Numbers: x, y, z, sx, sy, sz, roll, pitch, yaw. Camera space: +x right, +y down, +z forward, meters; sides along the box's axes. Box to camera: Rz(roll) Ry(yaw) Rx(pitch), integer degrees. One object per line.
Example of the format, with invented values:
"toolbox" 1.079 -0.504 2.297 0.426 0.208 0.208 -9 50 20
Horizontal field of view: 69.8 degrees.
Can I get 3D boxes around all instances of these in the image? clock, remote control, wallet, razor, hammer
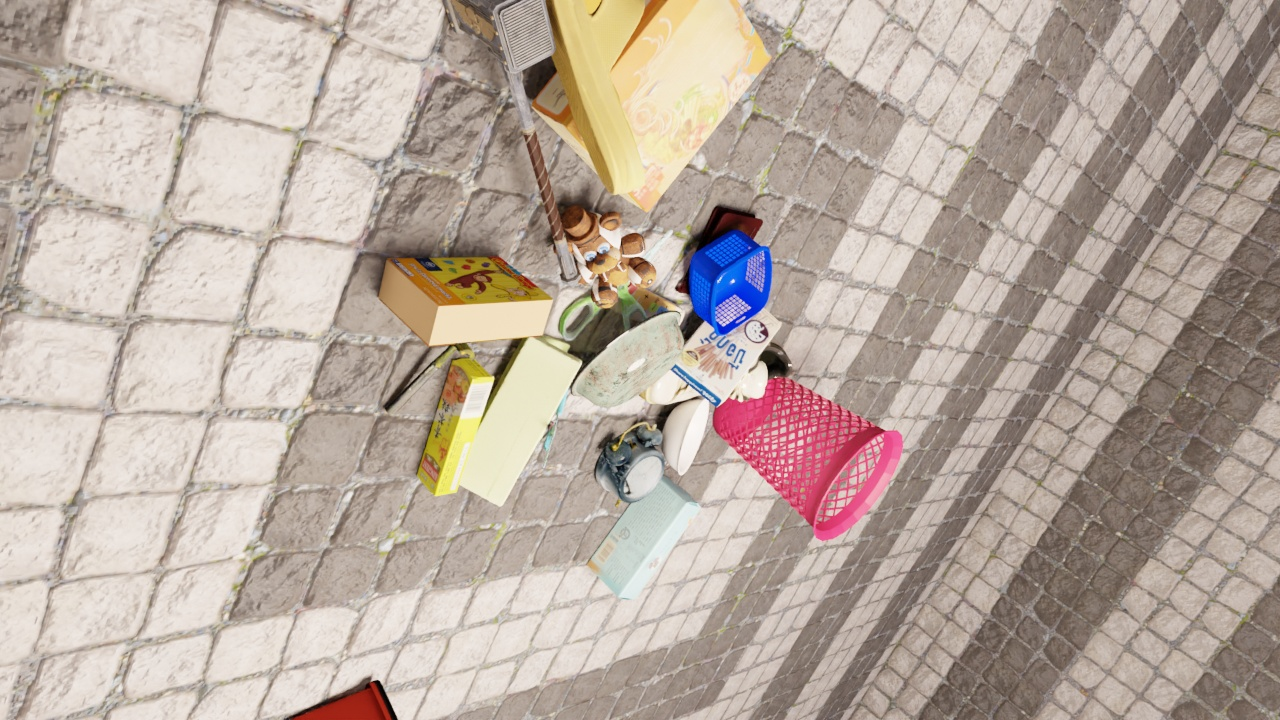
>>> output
"clock" -0.012 0.132 1.218 0.090 0.052 0.130 -26 133 -33
"remote control" 0.009 -0.062 1.094 0.125 0.018 0.038 21 105 -52
"wallet" 0.098 -0.131 1.136 0.091 0.018 0.116 0 122 -50
"razor" -0.211 0.015 0.902 0.106 0.042 0.026 -44 149 6
"hammer" -0.091 -0.180 0.799 0.044 0.098 0.322 -34 142 -17

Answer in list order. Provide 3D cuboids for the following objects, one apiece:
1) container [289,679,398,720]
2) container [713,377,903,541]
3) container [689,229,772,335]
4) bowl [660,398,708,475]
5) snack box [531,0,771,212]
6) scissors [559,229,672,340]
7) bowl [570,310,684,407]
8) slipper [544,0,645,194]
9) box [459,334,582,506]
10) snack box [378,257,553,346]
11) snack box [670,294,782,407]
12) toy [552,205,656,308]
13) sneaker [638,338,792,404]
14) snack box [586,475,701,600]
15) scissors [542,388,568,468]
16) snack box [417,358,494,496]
"container" -0.308 0.471 1.097 0.200 0.148 0.127 -5 126 -36
"container" 0.227 0.117 1.320 0.182 0.226 0.183 -30 140 -29
"container" 0.106 -0.097 1.114 0.096 0.058 0.114 -34 146 -19
"bowl" 0.055 0.098 1.257 0.110 0.040 0.110 19 89 -74
"snack box" 0.010 -0.263 0.856 0.195 0.080 0.145 -51 141 1
"scissors" -0.021 -0.081 1.031 0.171 0.023 0.168 -43 128 1
"bowl" -0.006 0.006 1.064 0.157 0.038 0.158 -34 166 -10
"slipper" -0.034 -0.261 0.715 0.078 0.099 0.263 -22 114 -7
"box" -0.140 0.060 1.005 0.077 0.089 0.188 26 103 -24
"snack box" -0.159 -0.057 0.843 0.125 0.088 0.040 -7 126 -46
"snack box" 0.108 -0.020 1.160 0.149 0.082 0.026 -50 180 -29
"toy" -0.041 -0.113 0.946 0.087 0.067 0.112 -27 145 14
"sneaker" 0.107 0.021 1.206 0.240 0.102 0.089 -18 133 -38
"snack box" 0.005 0.254 1.323 0.175 0.075 0.053 -55 145 5
"scissors" -0.093 0.062 1.039 0.015 0.136 0.125 17 86 -10
"snack box" -0.195 0.071 0.960 0.028 0.040 0.148 -4 123 -46
